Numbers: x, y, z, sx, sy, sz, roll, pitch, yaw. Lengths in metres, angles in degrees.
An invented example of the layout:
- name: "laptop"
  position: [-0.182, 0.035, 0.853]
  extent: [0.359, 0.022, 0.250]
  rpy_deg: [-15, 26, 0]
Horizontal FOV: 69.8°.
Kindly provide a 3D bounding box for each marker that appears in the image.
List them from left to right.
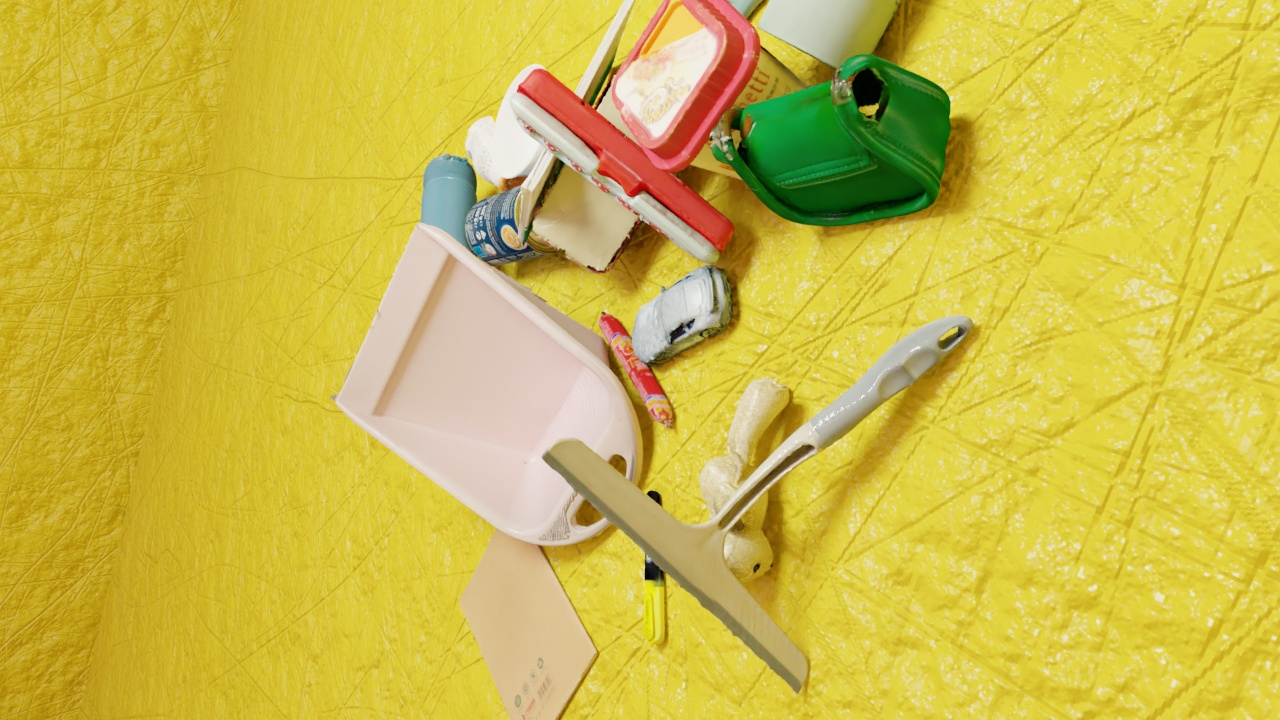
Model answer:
- name: "marker"
  position: [0.010, 0.169, 0.756]
  extent: [0.018, 0.015, 0.124]
  rpy_deg: [-19, 65, 45]

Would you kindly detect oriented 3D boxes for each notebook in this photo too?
- name: "notebook"
  position: [-0.117, 0.259, 0.902]
  extent: [0.207, 0.008, 0.148]
  rpy_deg: [50, 120, 45]
- name: "notebook"
  position: [-0.062, -0.218, 0.839]
  extent: [0.209, 0.012, 0.150]
  rpy_deg: [-65, 5, -12]

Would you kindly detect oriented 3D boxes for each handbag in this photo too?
- name: "handbag"
  position: [0.125, -0.140, 0.598]
  extent: [0.132, 0.120, 0.068]
  rpy_deg: [-4, 74, 52]

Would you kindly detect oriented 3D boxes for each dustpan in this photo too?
- name: "dustpan"
  position: [-0.132, 0.041, 0.820]
  extent: [0.223, 0.273, 0.138]
  rpy_deg: [-60, 16, 27]

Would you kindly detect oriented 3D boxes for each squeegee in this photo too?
- name: "squeegee"
  position: [0.109, 0.054, 0.586]
  extent: [0.247, 0.246, 0.039]
  rpy_deg: [-43, 17, 7]

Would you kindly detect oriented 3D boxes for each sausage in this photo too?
- name: "sausage"
  position: [-0.005, 0.005, 0.812]
  extent: [0.020, 0.020, 0.155]
  rpy_deg: [-57, 43, 26]

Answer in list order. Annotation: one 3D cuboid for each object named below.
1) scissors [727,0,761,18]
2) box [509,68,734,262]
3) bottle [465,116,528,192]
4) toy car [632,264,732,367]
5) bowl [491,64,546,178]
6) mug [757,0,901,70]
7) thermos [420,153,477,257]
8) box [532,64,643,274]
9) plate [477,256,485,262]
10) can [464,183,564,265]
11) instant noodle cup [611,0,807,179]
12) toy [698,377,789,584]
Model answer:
- name: "scissors"
  position: [0.098, -0.344, 0.765]
  extent: [0.174, 0.019, 0.177]
  rpy_deg: [16, 93, 54]
- name: "box"
  position: [-0.018, -0.145, 0.723]
  extent: [0.048, 0.201, 0.087]
  rpy_deg: [-53, 11, 0]
- name: "bottle"
  position: [-0.155, -0.225, 1.024]
  extent: [0.063, 0.063, 0.108]
  rpy_deg: [-56, 42, 27]
- name: "toy car"
  position: [0.030, -0.036, 0.764]
  extent: [0.121, 0.036, 0.054]
  rpy_deg: [-33, 58, 48]
- name: "bowl"
  position: [-0.098, -0.238, 0.951]
  extent: [0.119, 0.064, 0.118]
  rpy_deg: [-21, 63, 50]
- name: "mug"
  position: [0.142, -0.268, 0.649]
  extent: [0.111, 0.082, 0.106]
  rpy_deg: [-88, 23, -68]
- name: "thermos"
  position: [-0.211, -0.131, 1.010]
  extent: [0.070, 0.070, 0.220]
  rpy_deg: [-37, 47, 41]
- name: "box"
  position: [-0.024, -0.165, 0.798]
  extent: [0.169, 0.091, 0.079]
  rpy_deg: [-56, 2, 26]
- name: "plate"
  position: [-0.238, -0.056, 1.106]
  extent: [0.205, 0.045, 0.204]
  rpy_deg: [-15, 71, 49]
- name: "can"
  position: [-0.126, -0.142, 0.956]
  extent: [0.111, 0.075, 0.075]
  rpy_deg: [-3, 79, 52]
- name: "instant noodle cup"
  position: [0.062, -0.195, 0.684]
  extent: [0.117, 0.124, 0.116]
  rpy_deg: [-52, 45, 25]
- name: "toy"
  position: [0.075, 0.088, 0.663]
  extent: [0.105, 0.066, 0.157]
  rpy_deg: [162, 121, -84]
